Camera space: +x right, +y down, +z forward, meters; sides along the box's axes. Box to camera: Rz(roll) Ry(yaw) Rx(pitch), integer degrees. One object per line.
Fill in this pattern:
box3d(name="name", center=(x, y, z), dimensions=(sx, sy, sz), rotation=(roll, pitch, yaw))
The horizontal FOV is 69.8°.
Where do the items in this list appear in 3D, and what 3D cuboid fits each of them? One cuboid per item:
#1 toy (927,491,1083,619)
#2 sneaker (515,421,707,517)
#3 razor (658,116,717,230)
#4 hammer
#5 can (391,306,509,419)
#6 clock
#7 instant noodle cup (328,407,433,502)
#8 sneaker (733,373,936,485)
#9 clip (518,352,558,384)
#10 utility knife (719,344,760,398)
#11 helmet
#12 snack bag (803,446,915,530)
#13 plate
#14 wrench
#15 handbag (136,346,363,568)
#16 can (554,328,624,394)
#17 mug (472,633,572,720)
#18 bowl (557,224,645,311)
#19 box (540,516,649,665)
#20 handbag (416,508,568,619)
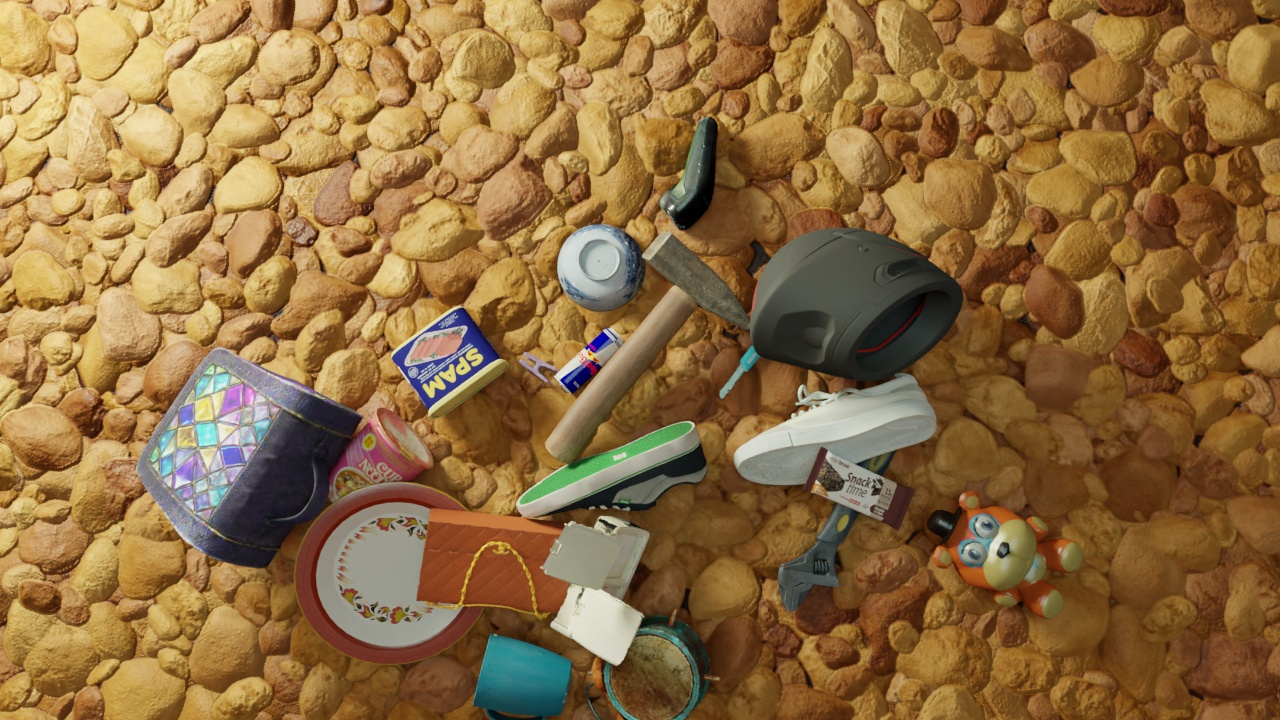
box3d(name="toy", center=(0.426, 0.228, 1.090), dimensions=(0.176, 0.096, 0.112), rotation=(23, 84, 15))
box3d(name="sneaker", center=(-0.031, 0.154, 1.109), dimensions=(0.235, 0.084, 0.079), rotation=(-21, 104, 0))
box3d(name="razor", center=(0.065, -0.241, 1.170), dimensions=(0.067, 0.054, 0.151), rotation=(8, 77, 19))
box3d(name="hammer", center=(-0.007, 0.006, 1.125), dimensions=(0.158, 0.037, 0.301), rotation=(40, 90, -19))
box3d(name="can", center=(-0.237, 0.001, 1.137), dimensions=(0.116, 0.056, 0.092), rotation=(-36, 83, -4))
box3d(name="clock", center=(0.007, 0.375, 1.083), dimensions=(0.158, 0.073, 0.121), rotation=(-36, 79, 12))
box3d(name="instant noodle cup", center=(-0.323, 0.128, 1.108), dimensions=(0.108, 0.097, 0.097), rotation=(-41, 84, 3))
box3d(name="sneaker", center=(0.228, 0.079, 1.116), dimensions=(0.242, 0.089, 0.090), rotation=(-19, 46, 12))
box3d(name="clip", center=(-0.130, 0.010, 1.157), dimensions=(0.052, 0.013, 0.035), rotation=(29, 83, 6))
box3d(name="utility knife", center=(0.147, -0.012, 1.156), dimensions=(0.022, 0.015, 0.151), rotation=(38, 86, -21))
box3d(name="helmet", center=(0.234, -0.074, 1.080), dimensions=(0.264, 0.165, 0.170), rotation=(-18, 48, -30))
box3d(name="snack bag", center=(0.265, 0.155, 1.100), dimensions=(0.158, 0.013, 0.057), rotation=(25, 85, -25))
box3d(name="plate", center=(-0.293, 0.254, 1.100), dimensions=(0.229, 0.021, 0.230), rotation=(-2, 100, -11))
box3d(name="wrench", center=(0.250, 0.187, 1.126), dimensions=(0.073, 0.022, 0.273), rotation=(31, 85, -2))
box3d(name="handbag", center=(-0.439, 0.112, 1.058), dimensions=(0.222, 0.125, 0.204), rotation=(29, 84, 29))
box3d(name="can", center=(-0.063, 0.000, 1.146), dimensions=(0.095, 0.032, 0.032), rotation=(-43, 85, -4))
box3d(name="mug", center=(-0.140, 0.388, 1.085), dimensions=(0.104, 0.084, 0.112), rotation=(13, 112, -3))
box3d(name="bowl", center=(-0.050, -0.122, 1.154), dimensions=(0.114, 0.045, 0.114), rotation=(0, 83, 1))
box3d(name="box", center=(-0.035, 0.259, 1.021), dimensions=(0.106, 0.192, 0.143), rotation=(22, 88, 29))
box3d(name="handbag", center=(-0.170, 0.244, 1.081), dimensions=(0.171, 0.060, 0.109), rotation=(9, 100, -13))
